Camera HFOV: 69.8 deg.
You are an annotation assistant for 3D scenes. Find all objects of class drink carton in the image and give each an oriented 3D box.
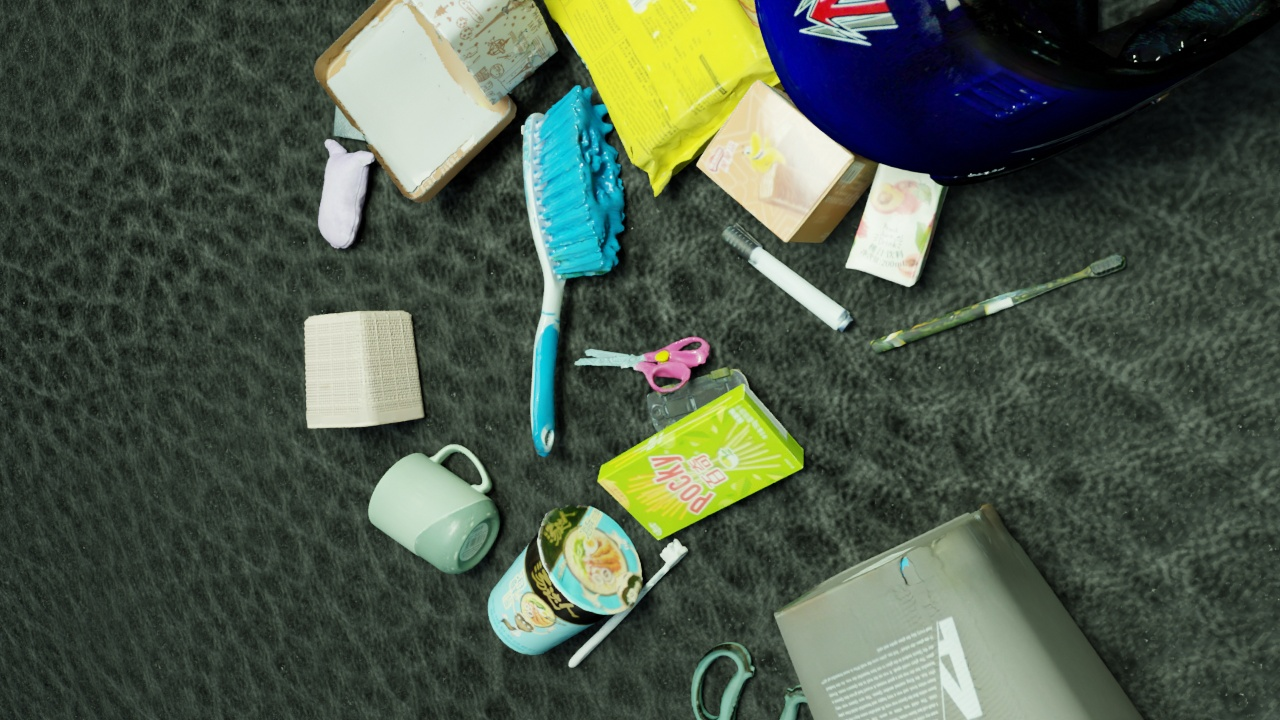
[{"bbox_3d":[0.198,-0.121,0.680,0.053,0.045,0.123,20,105,18],"label":"drink carton"}]

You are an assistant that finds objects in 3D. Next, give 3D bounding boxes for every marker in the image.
[{"bbox_3d":[0.119,-0.068,0.744,0.131,0.018,0.023,40,103,18],"label":"marker"}]

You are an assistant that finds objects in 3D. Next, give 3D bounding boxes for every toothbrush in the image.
[{"bbox_3d":[-0.016,0.228,0.852,0.016,0.016,0.180,49,114,23],"label":"toothbrush"},{"bbox_3d":[0.257,-0.040,0.675,0.186,0.017,0.012,-21,82,28],"label":"toothbrush"}]

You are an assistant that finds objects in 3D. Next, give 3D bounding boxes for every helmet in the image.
[{"bbox_3d":[0.217,-0.245,0.547,0.315,0.240,0.247,-25,101,-15],"label":"helmet"}]

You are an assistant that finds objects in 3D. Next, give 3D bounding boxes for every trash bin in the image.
[{"bbox_3d":[0.223,0.236,0.637,0.199,0.198,0.219,-34,75,27],"label":"trash bin"}]

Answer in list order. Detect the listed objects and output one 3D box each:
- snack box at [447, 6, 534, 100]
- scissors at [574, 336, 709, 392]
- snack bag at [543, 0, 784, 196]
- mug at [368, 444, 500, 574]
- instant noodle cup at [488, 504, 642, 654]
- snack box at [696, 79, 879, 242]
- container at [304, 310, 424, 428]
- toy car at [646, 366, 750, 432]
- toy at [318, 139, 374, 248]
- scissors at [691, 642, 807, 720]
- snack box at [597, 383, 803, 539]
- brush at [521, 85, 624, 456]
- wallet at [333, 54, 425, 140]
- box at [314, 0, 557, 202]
[{"bbox_3d":[-0.161,-0.311,0.852,0.087,0.033,0.140,-23,87,28],"label":"snack box"},{"bbox_3d":[-0.007,0.006,0.799,0.137,0.071,0.017,-1,133,31],"label":"scissors"},{"bbox_3d":[0.012,-0.280,0.747,0.158,0.068,0.246,-34,79,26],"label":"snack bag"},{"bbox_3d":[-0.191,0.141,0.902,0.106,0.082,0.111,28,76,22],"label":"mug"},{"bbox_3d":[-0.076,0.209,0.836,0.111,0.111,0.121,52,123,13],"label":"instant noodle cup"},{"bbox_3d":[0.114,-0.147,0.694,0.094,0.092,0.077,44,113,16],"label":"snack box"},{"bbox_3d":[-0.279,0.008,0.922,0.090,0.089,0.111,-3,92,28],"label":"container"},{"bbox_3d":[0.052,0.033,0.782,0.091,0.035,0.042,-18,89,22],"label":"toy car"},{"bbox_3d":[-0.308,-0.169,0.942,0.084,0.038,0.108,28,113,37],"label":"toy"},{"bbox_3d":[0.105,0.340,0.801,0.161,0.019,0.179,7,98,26],"label":"scissors"},{"bbox_3d":[0.049,0.089,0.773,0.157,0.026,0.086,-32,113,27],"label":"snack box"},{"bbox_3d":[-0.066,-0.074,0.813,0.110,0.060,0.314,-8,88,34],"label":"brush"},{"bbox_3d":[-0.255,-0.264,0.916,0.121,0.019,0.097,14,105,24],"label":"wallet"},{"bbox_3d":[-0.197,-0.278,0.765,0.218,0.157,0.180,-40,77,12],"label":"box"}]
